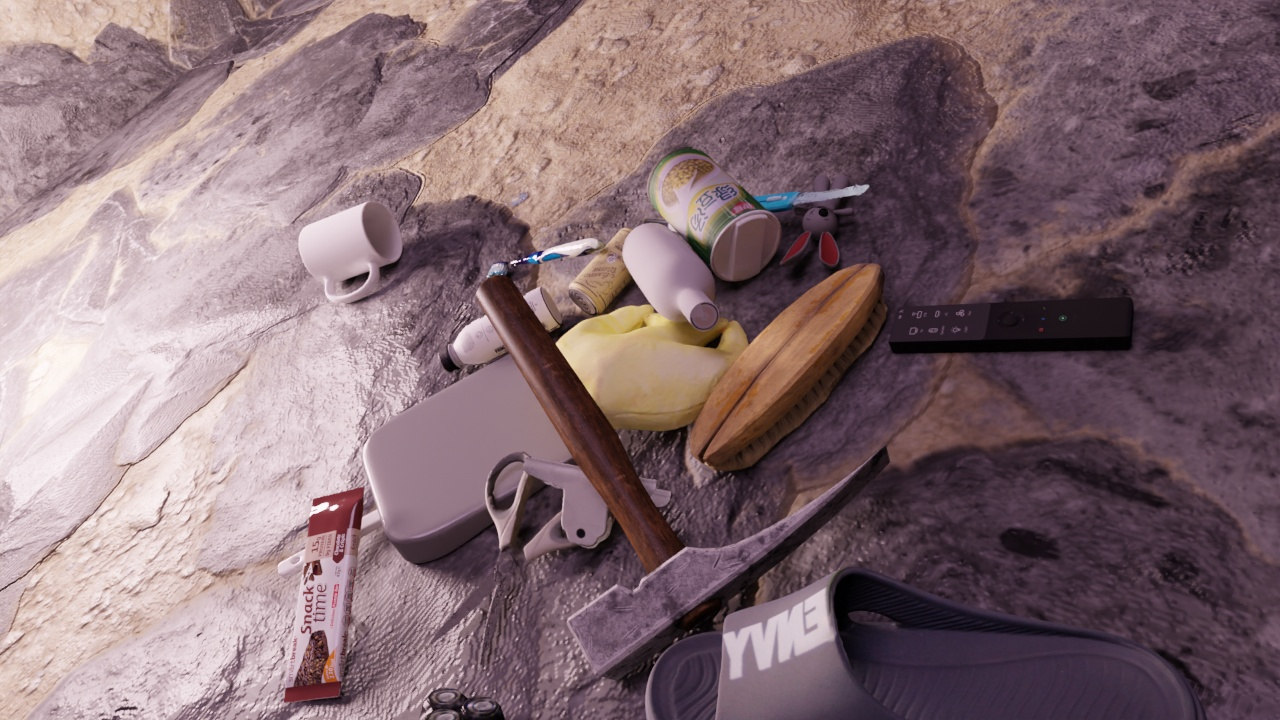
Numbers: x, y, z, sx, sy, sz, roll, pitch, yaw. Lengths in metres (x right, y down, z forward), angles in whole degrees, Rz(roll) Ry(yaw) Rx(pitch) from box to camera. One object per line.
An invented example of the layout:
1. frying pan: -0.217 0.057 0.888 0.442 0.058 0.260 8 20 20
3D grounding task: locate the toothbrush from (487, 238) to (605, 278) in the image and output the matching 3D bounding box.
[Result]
1. toothbrush: -0.095 -0.096 0.883 0.189 0.016 0.017 -5 55 49

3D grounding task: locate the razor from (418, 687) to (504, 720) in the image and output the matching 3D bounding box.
1. razor: -0.122 0.265 0.520 0.054 0.067 0.151 5 59 22

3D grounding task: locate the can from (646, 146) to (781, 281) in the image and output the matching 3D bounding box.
1. can: 0.061 -0.126 0.783 0.067 0.067 0.121 -35 49 -3

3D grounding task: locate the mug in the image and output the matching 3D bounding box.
1. mug: -0.334 -0.119 1.061 0.091 0.073 0.110 -16 68 19

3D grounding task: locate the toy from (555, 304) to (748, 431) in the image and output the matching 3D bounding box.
1. toy: -0.004 0.004 0.709 0.171 0.065 0.154 14 40 37

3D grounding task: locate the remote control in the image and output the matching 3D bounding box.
1. remote control: 0.243 -0.023 0.613 0.150 0.013 0.034 -1 49 33

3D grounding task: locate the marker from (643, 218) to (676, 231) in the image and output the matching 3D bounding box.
1. marker: 0.059 -0.119 0.837 0.152 0.011 0.011 14 58 42

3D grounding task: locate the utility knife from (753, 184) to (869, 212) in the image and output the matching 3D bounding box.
1. utility knife: 0.123 -0.136 0.778 0.179 0.015 0.022 0 57 51

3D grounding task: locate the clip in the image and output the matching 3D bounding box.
1. clip: -0.035 0.096 0.644 0.102 0.058 0.051 8 33 21

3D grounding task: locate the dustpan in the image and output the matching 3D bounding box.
1. dustpan: -0.185 0.102 0.759 0.257 0.033 0.163 -29 39 -9

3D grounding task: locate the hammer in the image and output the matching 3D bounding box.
1. hammer: -0.006 0.027 0.621 0.218 0.037 0.300 -36 60 1

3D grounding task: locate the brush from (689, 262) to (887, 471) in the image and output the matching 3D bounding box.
1. brush: 0.109 0.004 0.650 0.195 0.043 0.059 -46 40 -14

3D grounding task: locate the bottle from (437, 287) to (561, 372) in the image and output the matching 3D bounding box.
1. bottle: -0.131 -0.024 0.842 0.116 0.041 0.041 -27 40 7

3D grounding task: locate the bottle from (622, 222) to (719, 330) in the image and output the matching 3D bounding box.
1. bottle: 0.027 -0.064 0.726 0.052 0.052 0.195 -31 23 1

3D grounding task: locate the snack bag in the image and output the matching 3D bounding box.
1. snack bag: -0.241 0.175 0.699 0.057 0.013 0.157 -15 60 25

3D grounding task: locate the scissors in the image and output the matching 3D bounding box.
1. scissors: -0.088 0.131 0.662 0.157 0.012 0.165 -25 51 0

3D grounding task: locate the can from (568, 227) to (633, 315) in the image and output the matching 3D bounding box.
1. can: -0.027 -0.081 0.833 0.038 0.038 0.079 20 62 44

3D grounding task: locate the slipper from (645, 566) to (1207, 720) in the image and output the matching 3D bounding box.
1. slipper: 0.118 0.156 0.442 0.269 0.083 0.110 -7 31 23

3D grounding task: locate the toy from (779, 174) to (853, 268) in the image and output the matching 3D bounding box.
1. toy: 0.148 -0.113 0.756 0.049 0.030 0.111 5 52 23
